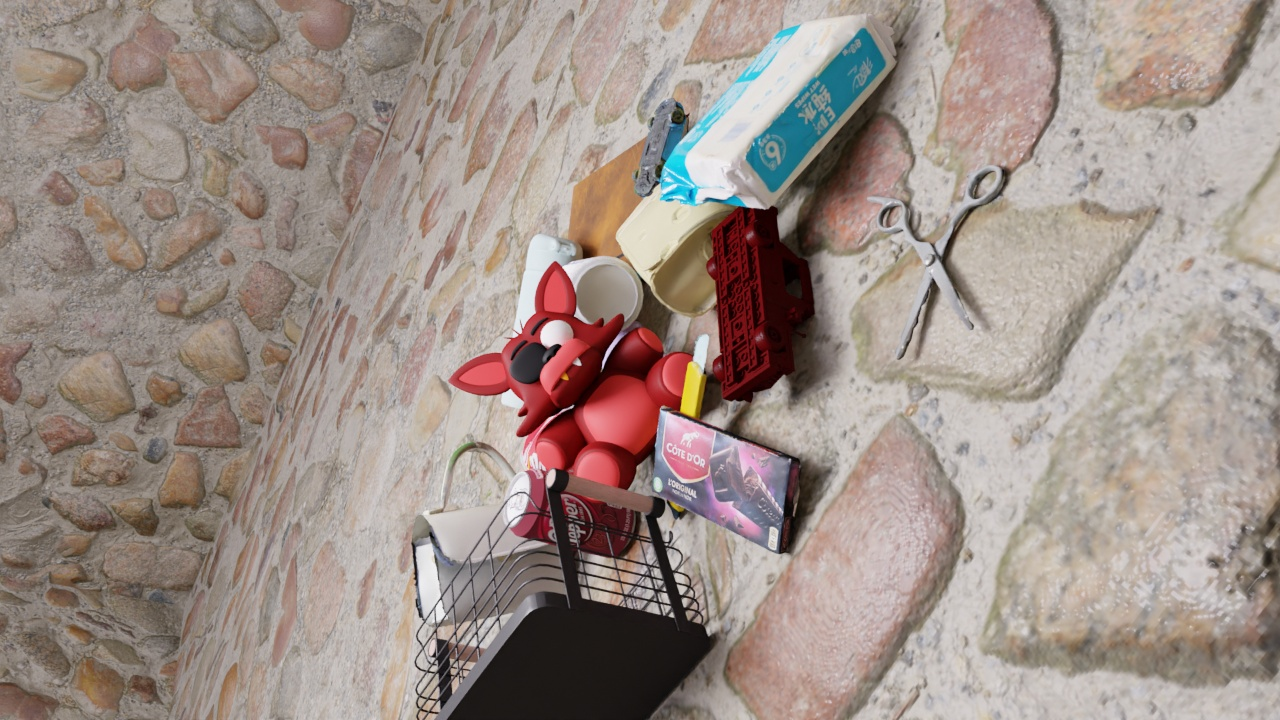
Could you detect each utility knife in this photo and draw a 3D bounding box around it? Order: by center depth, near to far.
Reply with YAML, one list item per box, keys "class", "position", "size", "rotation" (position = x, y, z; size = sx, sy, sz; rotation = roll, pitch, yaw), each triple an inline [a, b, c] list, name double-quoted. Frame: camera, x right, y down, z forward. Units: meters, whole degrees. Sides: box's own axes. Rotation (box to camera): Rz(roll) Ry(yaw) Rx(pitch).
- class: "utility knife"
  position: [0.040, 0.056, 0.767]
  size: [0.030, 0.017, 0.176]
  rotation: [45, 137, 50]

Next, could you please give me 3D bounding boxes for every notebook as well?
- class: "notebook"
  position: [-0.019, -0.158, 1.044]
  size: [0.250, 0.014, 0.178]
  rotation: [-18, 63, 55]

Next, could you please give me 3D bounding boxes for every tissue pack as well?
- class: "tissue pack"
  position: [0.109, -0.200, 0.756]
  size: [0.209, 0.066, 0.117]
  rotation: [-48, 28, -10]

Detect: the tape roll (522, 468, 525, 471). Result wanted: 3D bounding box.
- class: "tape roll"
  position: [-0.101, 0.133, 1.009]
  size: [0.094, 0.027, 0.093]
  rotation: [-39, 41, 44]

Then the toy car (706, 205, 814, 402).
- class: "toy car"
  position: [0.097, -0.046, 0.741]
  size: [0.070, 0.061, 0.169]
  rotation: [-39, 41, 44]

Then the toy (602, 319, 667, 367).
- class: "toy"
  position: [-0.005, 0.005, 0.918]
  size: [0.080, 0.036, 0.099]
  rotation: [-41, 42, 26]

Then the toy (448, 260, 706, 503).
- class: "toy"
  position: [-0.055, 0.020, 0.832]
  size: [0.158, 0.197, 0.120]
  rotation: [-50, -12, -6]

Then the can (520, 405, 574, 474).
- class: "can"
  position: [-0.068, 0.078, 0.927]
  size: [0.105, 0.064, 0.064]
  rotation: [-42, 37, 20]

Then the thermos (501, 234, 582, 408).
- class: "thermos"
  position: [-0.114, -0.045, 1.078]
  size: [0.078, 0.065, 0.207]
  rotation: [-173, 93, -69]

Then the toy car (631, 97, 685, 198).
- class: "toy car"
  position: [0.023, -0.217, 0.949]
  size: [0.048, 0.032, 0.105]
  rotation: [8, 83, 60]

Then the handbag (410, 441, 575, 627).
- class: "handbag"
  position: [-0.147, 0.162, 0.901]
  size: [0.074, 0.151, 0.176]
  rotation: [-32, 66, 49]

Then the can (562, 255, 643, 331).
- class: "can"
  position: [-0.050, -0.068, 0.958]
  size: [0.136, 0.078, 0.078]
  rotation: [-165, 94, -75]

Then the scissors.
- class: "scissors"
  position: [0.196, -0.077, 0.640]
  size: [0.142, 0.014, 0.171]
  rotation: [-59, 29, 13]

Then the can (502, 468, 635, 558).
- class: "can"
  position: [-0.065, 0.142, 0.849]
  size: [0.063, 0.114, 0.063]
  rotation: [-39, 41, 44]

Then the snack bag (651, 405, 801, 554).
- class: "snack bag"
  position: [0.063, 0.090, 0.716]
  size: [0.155, 0.018, 0.075]
  rotation: [18, 107, 51]

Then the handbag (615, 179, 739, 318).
- class: "handbag"
  position: [0.042, -0.114, 0.863]
  size: [0.111, 0.081, 0.119]
  rotation: [-50, 29, 10]

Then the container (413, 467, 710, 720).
- class: "container"
  position: [-0.073, 0.226, 0.759]
  size: [0.242, 0.162, 0.130]
  rotation: [-55, 32, 26]
